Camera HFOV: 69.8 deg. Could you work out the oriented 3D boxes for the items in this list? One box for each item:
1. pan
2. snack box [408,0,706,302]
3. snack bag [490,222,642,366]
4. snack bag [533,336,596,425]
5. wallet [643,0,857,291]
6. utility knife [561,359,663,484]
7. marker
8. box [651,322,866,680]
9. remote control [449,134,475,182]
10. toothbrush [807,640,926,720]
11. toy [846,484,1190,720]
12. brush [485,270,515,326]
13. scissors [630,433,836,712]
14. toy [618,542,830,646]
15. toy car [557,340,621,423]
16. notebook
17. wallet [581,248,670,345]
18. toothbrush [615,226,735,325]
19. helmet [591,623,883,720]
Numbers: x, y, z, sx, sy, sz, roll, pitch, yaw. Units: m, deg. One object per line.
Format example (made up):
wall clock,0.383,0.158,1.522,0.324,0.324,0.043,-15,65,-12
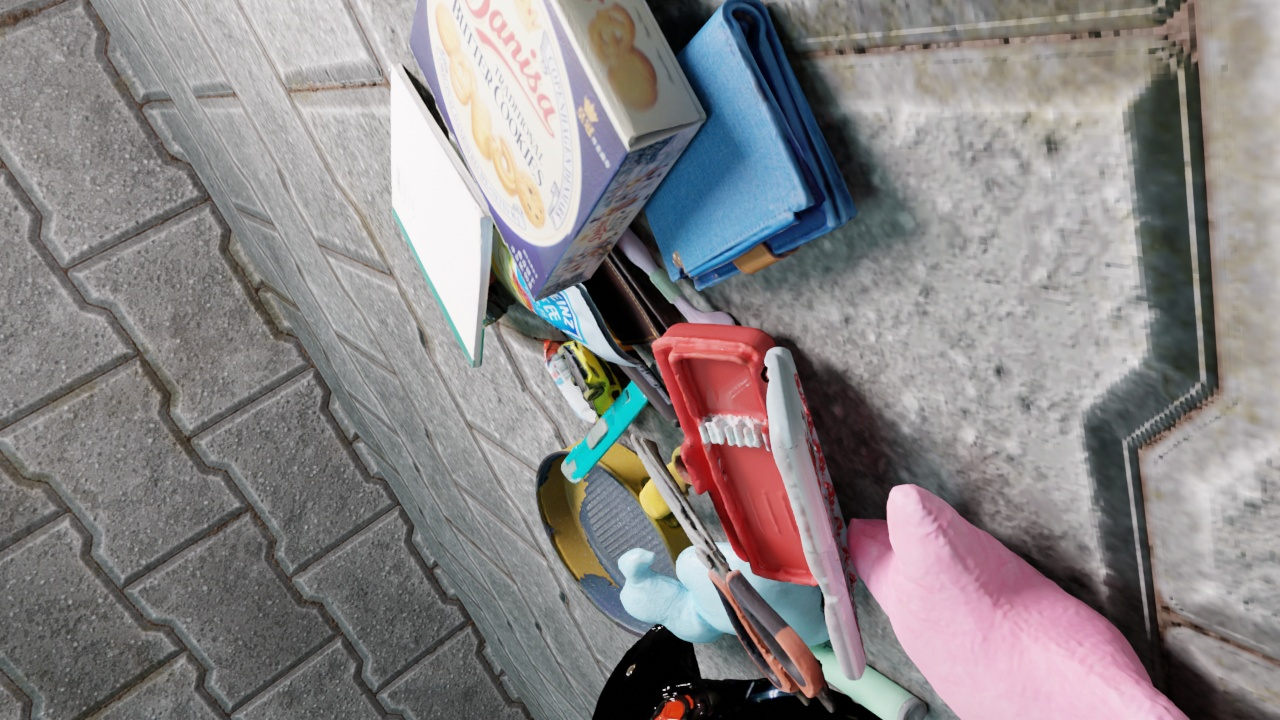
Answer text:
pan,-0.004,0.134,0.774,0.197,0.078,0.359,52,145,10
snack box,-0.056,-0.147,0.476,0.178,0.045,0.183,63,155,8
snack bag,-0.066,-0.055,0.651,0.191,0.038,0.110,31,149,63
snack bag,-0.058,0.020,0.797,0.104,0.026,0.048,59,172,-7
wallet,0.038,-0.092,0.432,0.106,0.040,0.133,65,157,-2
utility knife,-0.024,0.049,0.709,0.180,0.013,0.029,-51,51,44
marker,-0.004,0.004,0.655,0.124,0.018,0.015,51,140,35
box,0.082,0.076,0.534,0.155,0.073,0.201,40,157,54
remote control,-0.124,-0.157,0.685,0.049,0.024,0.125,47,156,19
toothbrush,0.124,0.217,0.707,0.225,0.027,0.026,21,127,54
toy,0.171,0.138,0.444,0.194,0.074,0.179,44,167,37
brush,-0.146,-0.068,0.803,0.069,0.063,0.146,44,161,-13
scissors,0.060,0.139,0.589,0.192,0.015,0.207,39,156,37
toy,0.064,0.174,0.681,0.161,0.049,0.157,30,136,-2
toy car,-0.036,0.016,0.724,0.048,0.032,0.105,57,175,22
notebook,-0.164,-0.116,0.729,0.209,0.012,0.151,56,147,34
wallet,-0.029,-0.064,0.606,0.122,0.020,0.096,56,166,-10
toothbrush,-0.010,-0.079,0.573,0.189,0.021,0.029,49,119,18
helmet,0.070,0.357,0.730,0.233,0.229,0.276,43,132,-18
